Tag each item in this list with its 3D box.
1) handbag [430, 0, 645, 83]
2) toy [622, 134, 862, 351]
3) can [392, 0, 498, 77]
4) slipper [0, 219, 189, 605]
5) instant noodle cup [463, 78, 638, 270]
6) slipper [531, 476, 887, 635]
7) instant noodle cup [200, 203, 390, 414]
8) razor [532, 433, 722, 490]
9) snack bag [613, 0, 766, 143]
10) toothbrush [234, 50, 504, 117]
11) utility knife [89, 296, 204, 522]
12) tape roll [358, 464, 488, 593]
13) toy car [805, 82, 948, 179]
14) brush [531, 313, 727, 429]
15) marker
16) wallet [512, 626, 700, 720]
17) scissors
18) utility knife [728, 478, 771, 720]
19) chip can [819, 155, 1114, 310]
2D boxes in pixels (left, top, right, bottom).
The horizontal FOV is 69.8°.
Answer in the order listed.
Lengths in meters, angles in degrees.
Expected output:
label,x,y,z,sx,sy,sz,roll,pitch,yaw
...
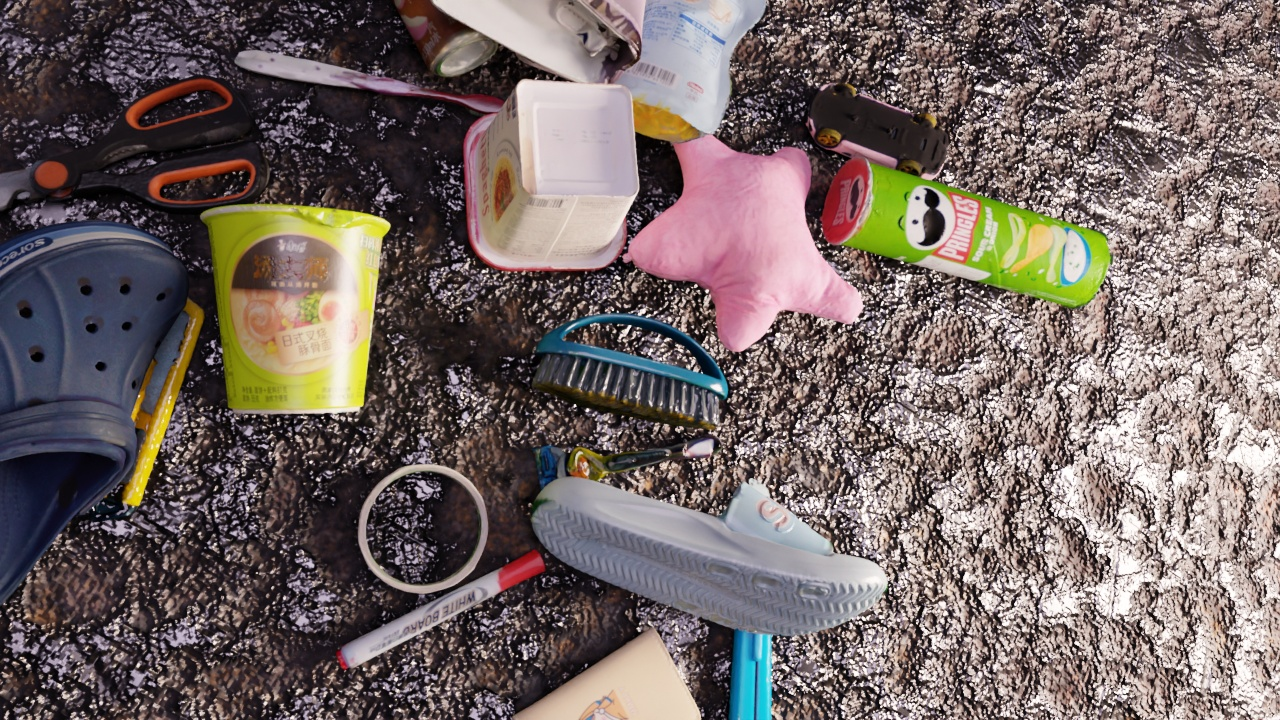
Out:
label,x,y,z,sx,sy,sz,roll,pitch,yaw
handbag,-0.059,-0.303,0.642,0.145,0.099,0.196,22,58,-30
toy,0.067,-0.100,0.685,0.178,0.075,0.194,-11,73,-23
can,-0.157,-0.280,0.653,0.057,0.058,0.147,-28,90,-19
slipper,-0.337,0.039,0.505,0.095,0.105,0.252,25,84,26
instant noodle cup,-0.056,-0.128,0.626,0.116,0.124,0.116,-2,83,-18
slipper,0.046,0.126,0.636,0.245,0.104,0.074,18,50,-2
instant noodle cup,-0.215,-0.028,0.577,0.111,0.112,0.123,0,90,-17
razor,-0.004,0.073,0.667,0.142,0.022,0.042,-8,86,-19
snack bag,0.031,-0.255,0.704,0.110,0.039,0.190,14,65,12
toothbrush,-0.189,-0.195,0.654,0.187,0.017,0.016,7,82,-14
utility knife,-0.313,0.027,0.580,0.033,0.015,0.156,17,77,-17
tape roll,-0.147,0.113,0.620,0.085,0.014,0.085,3,81,-17
toy car,0.195,-0.187,0.762,0.122,0.037,0.056,22,73,0
brush,-0.004,0.004,0.659,0.143,0.055,0.073,15,79,-14
marker,-0.132,0.166,0.615,0.145,0.017,0.017,-24,89,-19
wallet,-0.018,0.253,0.634,0.115,0.024,0.087,-28,92,-20
scissors,-0.363,-0.131,0.590,0.234,0.022,0.152,4,74,-13
utility knife,0.082,0.200,0.677,0.034,0.018,0.225,6,79,-16
chip can,0.268,-0.101,0.752,0.236,0.072,0.072,13,78,-16
